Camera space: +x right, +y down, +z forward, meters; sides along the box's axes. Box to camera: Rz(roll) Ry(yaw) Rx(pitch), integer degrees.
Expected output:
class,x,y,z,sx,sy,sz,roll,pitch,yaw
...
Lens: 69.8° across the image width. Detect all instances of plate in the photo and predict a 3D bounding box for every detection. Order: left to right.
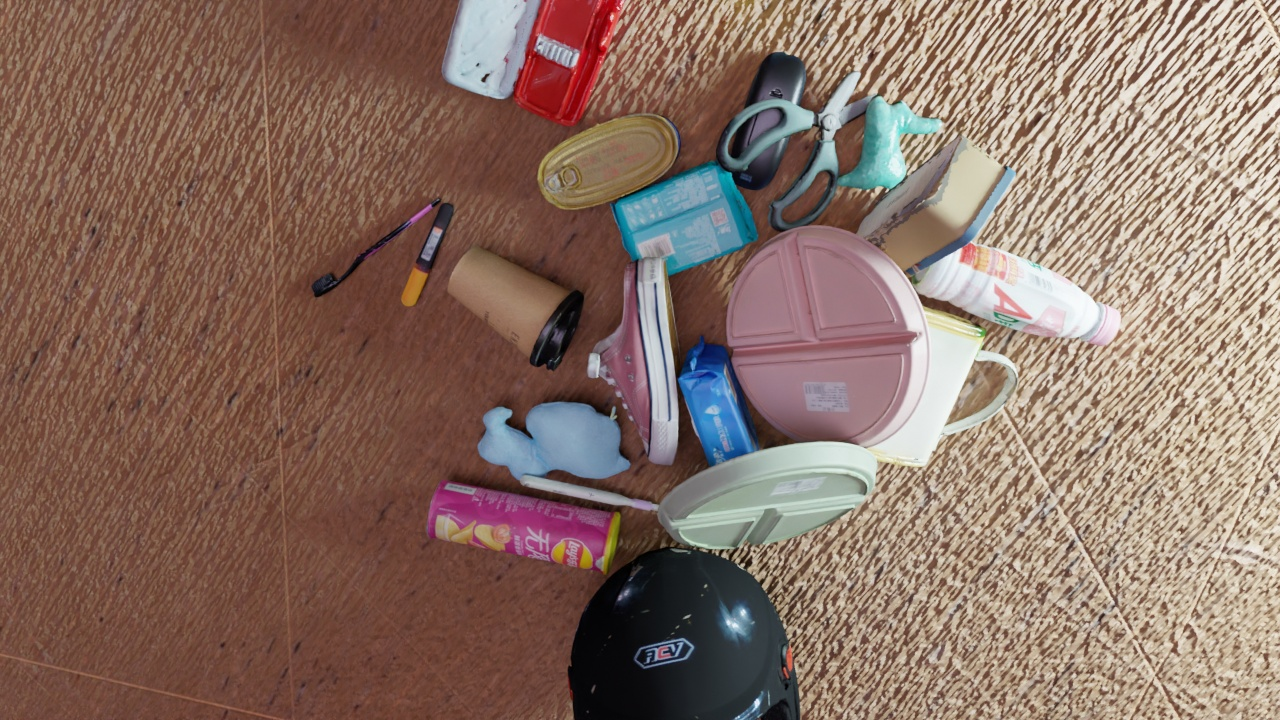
class,x,y,z,sx,sy,sz,roll,pitch,yaw
plate,0.132,0.145,0.936,0.230,0.230,0.027,-21,60,13
plate,0.173,-0.017,0.900,0.230,0.028,0.230,18,117,40

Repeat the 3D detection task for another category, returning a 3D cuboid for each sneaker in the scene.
class,x,y,z,sx,sy,sz,roll,pitch,yaw
sneaker,-0.006,0.006,0.948,0.088,0.118,0.241,-3,123,7

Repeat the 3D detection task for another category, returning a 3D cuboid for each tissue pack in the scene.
class,x,y,z,sx,sy,sz,roll,pitch,yaw
tissue pack,0.045,-0.143,0.937,0.134,0.050,0.093,-19,101,13
tissue pack,0.083,0.058,0.966,0.052,0.094,0.157,-18,104,14

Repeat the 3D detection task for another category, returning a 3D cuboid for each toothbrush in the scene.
class,x,y,z,sx,sy,sz,roll,pitch,yaw
toothbrush,-0.293,-0.126,1.011,0.189,0.014,0.018,-34,86,15
toothbrush,-0.043,0.156,1.035,0.189,0.020,0.029,15,148,-6

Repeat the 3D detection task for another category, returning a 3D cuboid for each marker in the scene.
class,x,y,z,sx,sy,sz,roll,pitch,yaw
marker,-0.233,-0.116,1.005,0.018,0.015,0.124,26,105,-1

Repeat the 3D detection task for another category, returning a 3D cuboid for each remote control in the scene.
class,x,y,z,sx,sy,sz,roll,pitch,yaw
remote control,0.126,-0.236,0.912,0.053,0.024,0.136,17,107,3

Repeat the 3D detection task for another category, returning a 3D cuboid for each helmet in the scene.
class,x,y,z,sx,sy,sz,roll,pitch,yaw
helmet,0.041,0.311,0.958,0.233,0.275,0.230,-10,78,5

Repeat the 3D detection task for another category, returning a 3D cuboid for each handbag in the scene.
class,x,y,z,sx,sy,sz,roll,pitch,yaw
handbag,0.296,0.029,0.953,0.178,0.063,0.163,15,108,-12

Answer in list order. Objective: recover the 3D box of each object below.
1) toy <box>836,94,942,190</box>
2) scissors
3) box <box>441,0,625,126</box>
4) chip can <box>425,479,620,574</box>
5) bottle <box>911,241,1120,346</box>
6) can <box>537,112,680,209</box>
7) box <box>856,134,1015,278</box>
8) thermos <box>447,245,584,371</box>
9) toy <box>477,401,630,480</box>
class,x,y,z,sx,sy,sz,roll,pitch,yaw
toy,0.244,-0.213,0.900,0.096,0.030,0.092,2,108,1
scissors,0.148,-0.219,0.896,0.172,0.019,0.177,22,107,-20
box,-0.096,-0.346,0.895,0.160,0.063,0.201,17,109,-17
chip can,-0.132,0.189,1.047,0.210,0.071,0.071,10,107,6
bottle,0.372,-0.066,0.906,0.197,0.068,0.068,20,107,-2
can,-0.031,-0.203,0.932,0.148,0.049,0.074,-20,102,13
box,0.260,-0.133,0.836,0.063,0.184,0.089,37,77,-5
thermos,-0.129,-0.059,0.970,0.143,0.093,0.093,32,108,6
toy,-0.093,0.090,1.022,0.161,0.049,0.157,38,122,-16
